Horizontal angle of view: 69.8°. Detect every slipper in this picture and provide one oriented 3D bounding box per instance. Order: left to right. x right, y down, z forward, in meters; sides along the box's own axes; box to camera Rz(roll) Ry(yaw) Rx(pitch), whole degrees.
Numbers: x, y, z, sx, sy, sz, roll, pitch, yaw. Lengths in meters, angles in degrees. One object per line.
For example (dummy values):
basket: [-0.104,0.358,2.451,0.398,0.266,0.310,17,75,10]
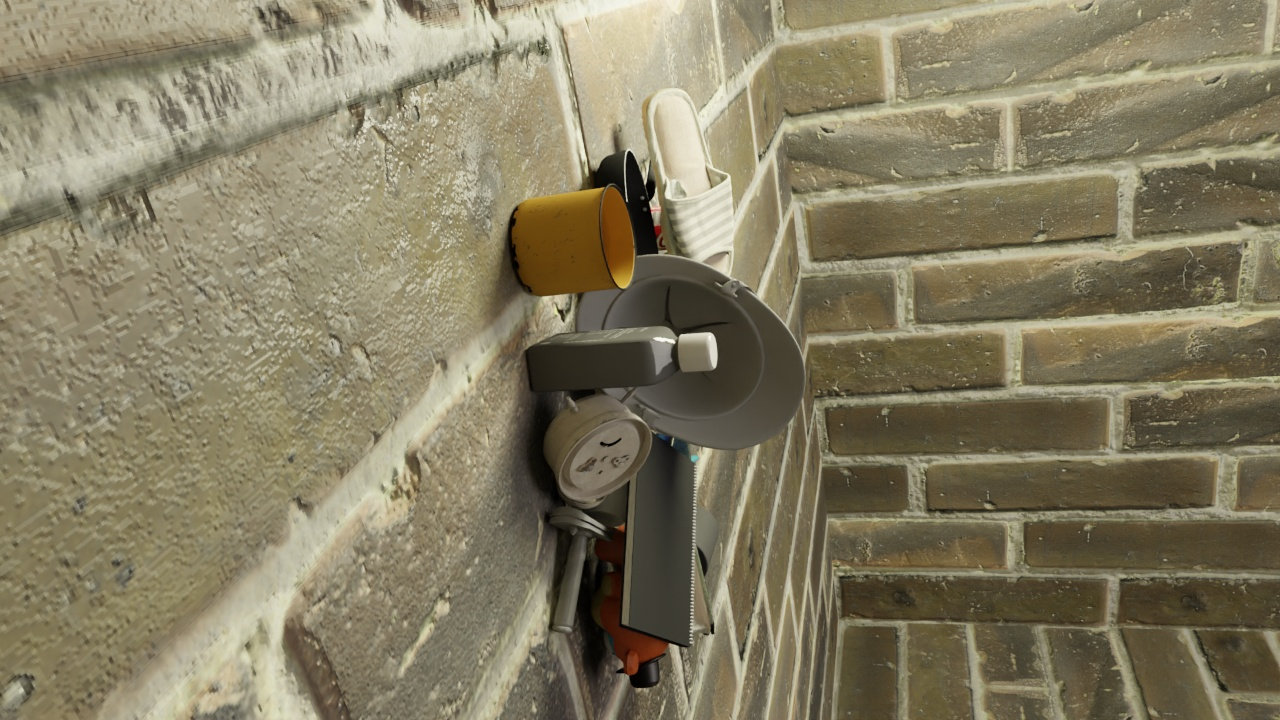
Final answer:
slipper: [0.068,-0.224,1.215,0.114,0.054,0.273,-23,105,-34]

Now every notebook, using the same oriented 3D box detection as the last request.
notebook: [0.023,0.188,0.975,0.149,0.016,0.206,41,47,-54]

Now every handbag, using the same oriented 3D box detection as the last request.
handbag: [0.024,0.269,1.140,0.176,0.074,0.151,131,-53,-75]

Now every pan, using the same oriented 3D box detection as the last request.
pan: [-0.006,-0.190,1.175,0.354,0.044,0.204,-83,162,-58]

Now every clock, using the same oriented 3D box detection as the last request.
clock: [-0.053,0.097,0.915,0.103,0.061,0.157,-8,130,-35]

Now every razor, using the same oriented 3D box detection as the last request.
razor: [-0.067,0.212,0.913,0.088,0.047,0.116,50,47,-63]

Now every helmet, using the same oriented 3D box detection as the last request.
helmet: [0.048,-0.017,1.025,0.183,0.271,0.117,-58,-164,6]

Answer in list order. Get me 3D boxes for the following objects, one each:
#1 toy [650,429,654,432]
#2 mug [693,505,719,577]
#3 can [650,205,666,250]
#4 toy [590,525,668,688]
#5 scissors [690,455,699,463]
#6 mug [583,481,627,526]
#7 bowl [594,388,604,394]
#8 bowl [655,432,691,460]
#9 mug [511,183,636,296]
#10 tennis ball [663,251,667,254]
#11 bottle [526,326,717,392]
toy: [0.016,0.041,1.213,0.092,0.043,0.117,67,27,-51]
mug: [0.052,0.239,1.257,0.113,0.078,0.087,54,25,-10]
can: [0.065,-0.193,1.311,0.064,0.105,0.064,-3,89,-73]
toy: [-0.005,0.267,1.009,0.112,0.096,0.176,32,37,-71]
scissors: [0.051,0.170,1.315,0.155,0.019,0.125,-49,142,-41]
mug: [-0.034,0.138,1.007,0.107,0.071,0.089,112,-8,-59]
bowl: [-0.006,0.006,1.108,0.145,0.063,0.145,-3,89,-74]
bowl: [0.026,0.143,1.194,0.114,0.061,0.114,-2,89,-75]
mug: [-0.060,-0.113,0.896,0.123,0.094,0.100,5,80,-72]
tennis ball: [0.050,-0.125,1.318,0.065,0.065,0.065,-3,89,-73]
bottle: [-0.014,-0.003,0.892,0.083,0.174,0.046,-36,121,-70]
